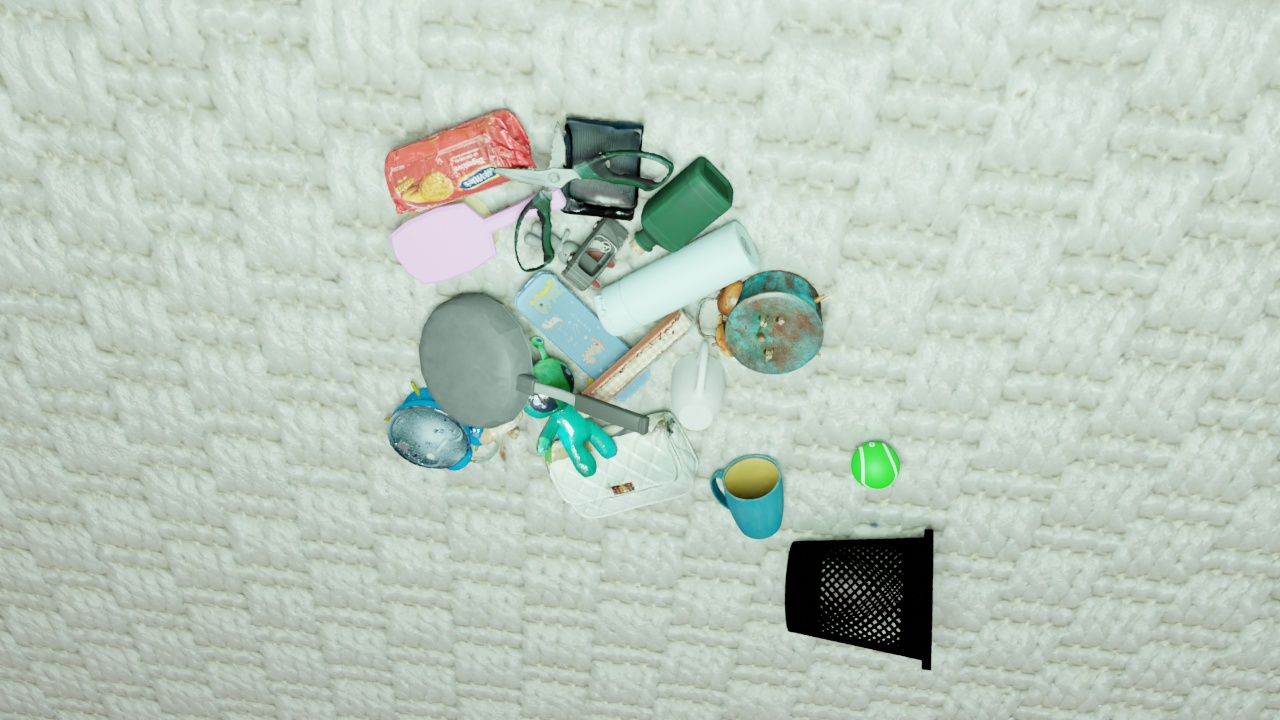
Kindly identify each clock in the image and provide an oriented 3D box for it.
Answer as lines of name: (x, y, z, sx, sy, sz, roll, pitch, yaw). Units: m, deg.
clock: (-0.278, 0.102, 1.298, 0.161, 0.060, 0.117, 33, 123, -19)
clock: (0.146, -0.045, 1.124, 0.158, 0.073, 0.121, 3, 127, 6)

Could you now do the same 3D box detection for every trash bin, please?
trash bin: (0.320, 0.337, 1.334, 0.200, 0.194, 0.196, 1, 128, 18)

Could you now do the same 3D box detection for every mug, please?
mug: (0.075, 0.031, 1.179, 0.071, 0.089, 0.107, 8, 127, 1)
mug: (0.152, 0.195, 1.309, 0.112, 0.084, 0.104, 15, 140, 32)

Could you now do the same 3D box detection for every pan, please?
pan: (-0.144, 0.028, 1.127, 0.358, 0.041, 0.179, 18, 112, 29)

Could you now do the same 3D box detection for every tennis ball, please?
tennis ball: (0.320, 0.143, 1.248, 0.065, 0.065, 0.065, 3, 127, 4)

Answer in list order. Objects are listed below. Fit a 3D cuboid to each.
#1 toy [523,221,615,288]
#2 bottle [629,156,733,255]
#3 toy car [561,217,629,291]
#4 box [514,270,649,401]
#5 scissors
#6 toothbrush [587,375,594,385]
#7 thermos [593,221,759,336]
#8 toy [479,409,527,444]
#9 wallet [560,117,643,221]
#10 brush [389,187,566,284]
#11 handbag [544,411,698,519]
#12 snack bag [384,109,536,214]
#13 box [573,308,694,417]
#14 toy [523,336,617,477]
toy: (-0.088, -0.130, 1.115, 0.111, 0.030, 0.049, 28, 111, -20)
bottle: (0.039, -0.166, 1.052, 0.061, 0.061, 0.132, 42, 121, -20)
toy car: (-0.053, -0.127, 1.089, 0.040, 0.037, 0.092, 39, 85, -20)
box: (-0.071, -0.028, 1.171, 0.065, 0.037, 0.209, -48, 113, -4)
scissors: (-0.072, -0.177, 1.037, 0.201, 0.015, 0.202, 3, 133, -14)
toothbrush: (-0.063, 0.021, 1.235, 0.021, 0.016, 0.136, 5, 128, 1)
thermos: (0.038, -0.094, 1.105, 0.207, 0.065, 0.077, -25, 162, 24)
toy: (-0.176, 0.059, 1.242, 0.106, 0.085, 0.074, -43, 134, 21)
wallet: (-0.044, -0.219, 1.044, 0.089, 0.026, 0.115, 7, 127, 1)
brush: (-0.189, -0.163, 1.094, 0.229, 0.043, 0.089, -19, 123, 20)
handbag: (-0.024, 0.150, 1.293, 0.195, 0.072, 0.139, -18, 121, 19)
snack bag: (-0.207, -0.224, 1.031, 0.177, 0.082, 0.082, -16, 123, 17)
box: (-0.009, 0.004, 1.154, 0.187, 0.085, 0.048, -41, 95, 9)
toy: (-0.106, 0.065, 1.208, 0.193, 0.130, 0.073, 56, 151, -14)
